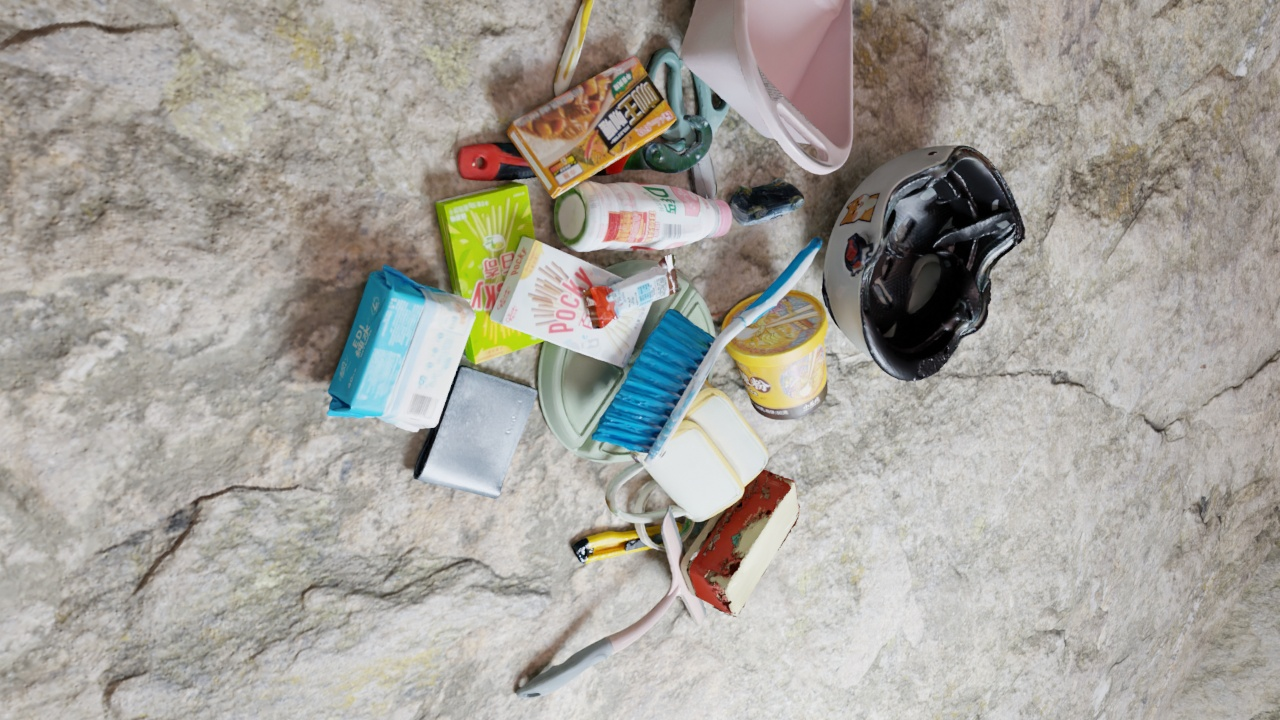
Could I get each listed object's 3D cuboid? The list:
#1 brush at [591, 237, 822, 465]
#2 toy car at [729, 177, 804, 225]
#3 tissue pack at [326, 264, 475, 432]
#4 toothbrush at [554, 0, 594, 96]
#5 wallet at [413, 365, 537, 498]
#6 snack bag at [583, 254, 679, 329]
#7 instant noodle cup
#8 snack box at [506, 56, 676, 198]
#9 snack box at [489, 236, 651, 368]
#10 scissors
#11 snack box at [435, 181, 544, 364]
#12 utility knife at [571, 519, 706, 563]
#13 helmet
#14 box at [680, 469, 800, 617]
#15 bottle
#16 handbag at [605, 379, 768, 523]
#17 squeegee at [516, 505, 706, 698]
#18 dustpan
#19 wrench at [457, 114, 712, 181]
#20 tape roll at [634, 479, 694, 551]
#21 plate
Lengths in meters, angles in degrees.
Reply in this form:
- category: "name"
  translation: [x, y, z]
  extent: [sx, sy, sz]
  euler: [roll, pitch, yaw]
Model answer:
- category: "brush"
  translation: [0.073, -0.026, 0.955]
  extent: [0.109, 0.060, 0.314]
  euler: [30, 76, 4]
- category: "toy car"
  translation: [0.142, -0.176, 1.029]
  extent: [0.090, 0.043, 0.034]
  euler: [-20, 143, -27]
- category: "tissue pack"
  translation: [-0.212, -0.007, 0.810]
  extent: [0.090, 0.063, 0.140]
  euler: [16, 96, -40]
- category: "toothbrush"
  translation: [-0.045, -0.335, 0.851]
  extent: [0.016, 0.018, 0.191]
  euler: [16, 96, -37]
- category: "wallet"
  translation: [-0.160, 0.072, 0.906]
  extent: [0.097, 0.019, 0.121]
  euler: [22, 91, -41]
- category: "snack bag"
  translation: [-0.006, -0.067, 0.895]
  extent: [0.104, 0.026, 0.048]
  euler: [-29, 127, -27]
- category: "instant noodle cup"
  translation: [0.162, -0.003, 1.060]
  extent: [0.118, 0.118, 0.114]
  euler: [-37, 132, -21]
- category: "snack box"
  translation: [-0.044, -0.220, 0.861]
  extent: [0.153, 0.026, 0.075]
  euler: [-37, 94, -26]
- category: "snack box"
  translation: [-0.062, -0.054, 0.893]
  extent: [0.156, 0.027, 0.084]
  euler: [20, 93, -39]
- category: "scissors"
  translation: [0.072, -0.256, 0.966]
  extent: [0.132, 0.019, 0.186]
  euler: [-44, 127, -16]
- category: "snack box"
  translation: [-0.136, -0.082, 0.865]
  extent: [0.085, 0.026, 0.156]
  euler: [-20, 117, -29]
- category: "utility knife"
  translation: [0.004, 0.208, 1.073]
  extent: [0.195, 0.015, 0.033]
  euler: [-4, 110, -36]
- category: "helmet"
  translation: [0.311, -0.126, 1.096]
  extent: [0.229, 0.157, 0.274]
  euler: [21, 96, -35]
- category: "box"
  translation: [0.130, 0.215, 1.096]
  extent: [0.168, 0.080, 0.091]
  euler: [-51, 144, -27]
- category: "bottle"
  translation: [0.009, -0.145, 0.928]
  extent: [0.196, 0.068, 0.068]
  euler: [-7, 109, -39]
- category: "handbag"
  translation: [0.047, 0.120, 1.018]
  extent: [0.178, 0.063, 0.163]
  euler: [-45, 130, -9]
- category: "squeegee"
  translation: [-0.031, 0.316, 1.052]
  extent: [0.249, 0.040, 0.248]
  euler: [-33, 138, -14]
- category: "dustpan"
  translation: [0.162, -0.326, 0.915]
  extent: [0.222, 0.139, 0.273]
  euler: [24, 88, -43]
- category: "wrench"
  translation: [-0.046, -0.200, 0.888]
  extent: [0.272, 0.016, 0.056]
  euler: [-13, 113, -27]
- category: "tape roll"
  translation: [0.030, 0.178, 1.071]
  extent: [0.085, 0.014, 0.086]
  euler: [-2, 93, -38]
- category: "plate"
  translation: [-0.006, 0.006, 0.990]
  extent: [0.229, 0.027, 0.230]
  euler: [-13, 113, -32]
